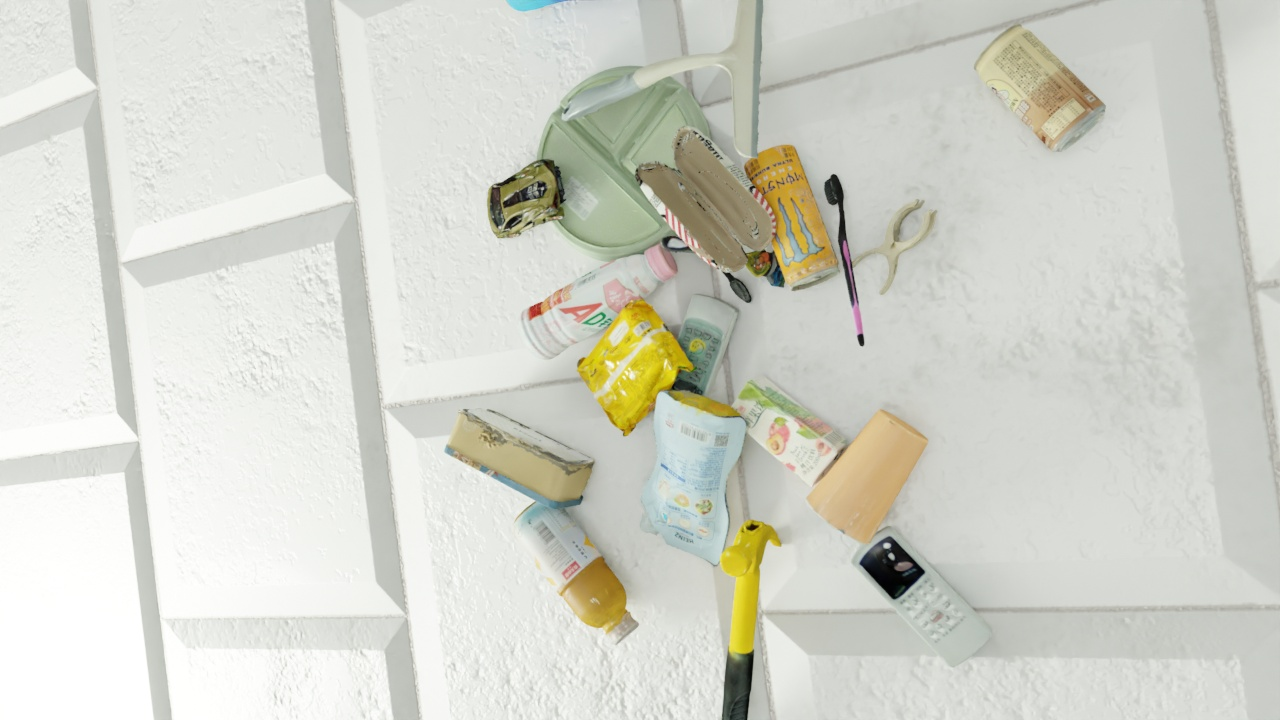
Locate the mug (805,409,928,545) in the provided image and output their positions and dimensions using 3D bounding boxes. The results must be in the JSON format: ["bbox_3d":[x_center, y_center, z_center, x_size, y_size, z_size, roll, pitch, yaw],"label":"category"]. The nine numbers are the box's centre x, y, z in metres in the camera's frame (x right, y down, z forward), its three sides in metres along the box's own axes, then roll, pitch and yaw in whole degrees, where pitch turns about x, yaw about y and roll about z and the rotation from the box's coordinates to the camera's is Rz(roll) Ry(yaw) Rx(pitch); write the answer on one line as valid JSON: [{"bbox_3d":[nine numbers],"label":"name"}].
[{"bbox_3d":[0.234,0.115,0.934,0.078,0.078,0.123,36,101,20],"label":"mug"}]

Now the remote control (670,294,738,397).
[{"bbox_3d":[0.064,-0.006,1.037,0.056,0.019,0.135,24,102,23],"label":"remote control"}]

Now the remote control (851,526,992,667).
[{"bbox_3d":[0.286,0.241,0.940,0.150,0.021,0.058,46,109,16],"label":"remote control"}]

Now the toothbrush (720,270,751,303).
[{"bbox_3d":[0.061,-0.137,1.016,0.014,0.016,0.189,-40,88,14],"label":"toothbrush"}]

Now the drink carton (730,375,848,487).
[{"bbox_3d":[0.157,0.073,0.981,0.122,0.045,0.054,40,120,21],"label":"drink carton"}]

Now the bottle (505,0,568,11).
[{"bbox_3d":[-0.056,-0.446,1.052,0.219,0.065,0.065,3,93,25],"label":"bottle"}]

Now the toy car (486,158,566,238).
[{"bbox_3d":[-0.142,-0.190,1.096,0.158,0.042,0.070,-15,86,49],"label":"toy car"}]

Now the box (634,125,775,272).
[{"bbox_3d":[0.070,-0.173,0.964,0.162,0.075,0.087,51,127,21],"label":"box"}]

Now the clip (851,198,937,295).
[{"bbox_3d":[0.260,-0.118,0.932,0.072,0.034,0.100,45,114,16],"label":"clip"}]

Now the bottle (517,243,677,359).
[{"bbox_3d":[-0.048,-0.071,1.066,0.197,0.068,0.068,-28,80,19],"label":"bottle"}]

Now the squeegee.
[{"bbox_3d":[0.010,-0.303,0.993,0.247,0.039,0.246,-8,64,29],"label":"squeegee"}]

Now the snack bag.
[{"bbox_3d":[0.055,0.131,1.023,0.110,0.038,0.191,15,115,16],"label":"snack bag"}]

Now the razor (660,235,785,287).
[{"bbox_3d":[0.091,-0.115,0.996,0.143,0.022,0.042,14,90,7],"label":"razor"}]

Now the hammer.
[{"bbox_3d":[0.109,0.311,0.990,0.033,0.128,0.301,11,108,24],"label":"hammer"}]

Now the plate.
[{"bbox_3d":[-0.026,-0.229,1.067,0.231,0.027,0.230,1,92,26],"label":"plate"}]

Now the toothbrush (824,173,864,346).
[{"bbox_3d":[0.211,-0.104,0.946,0.018,0.014,0.189,-25,66,53],"label":"toothbrush"}]

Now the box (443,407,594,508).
[{"bbox_3d":[-0.140,0.118,1.101,0.184,0.089,0.062,25,96,24],"label":"box"}]

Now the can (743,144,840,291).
[{"bbox_3d":[0.159,-0.150,0.964,0.058,0.058,0.146,-22,82,24],"label":"can"}]

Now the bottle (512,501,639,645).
[{"bbox_3d":[-0.074,0.250,1.087,0.068,0.068,0.189,-47,73,19],"label":"bottle"}]

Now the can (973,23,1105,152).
[{"bbox_3d":[0.372,-0.254,0.858,0.059,0.058,0.116,-42,75,21],"label":"can"}]

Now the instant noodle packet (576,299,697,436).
[{"bbox_3d":[-0.006,0.006,1.044,0.129,0.044,0.110,-47,68,30],"label":"instant noodle packet"}]
